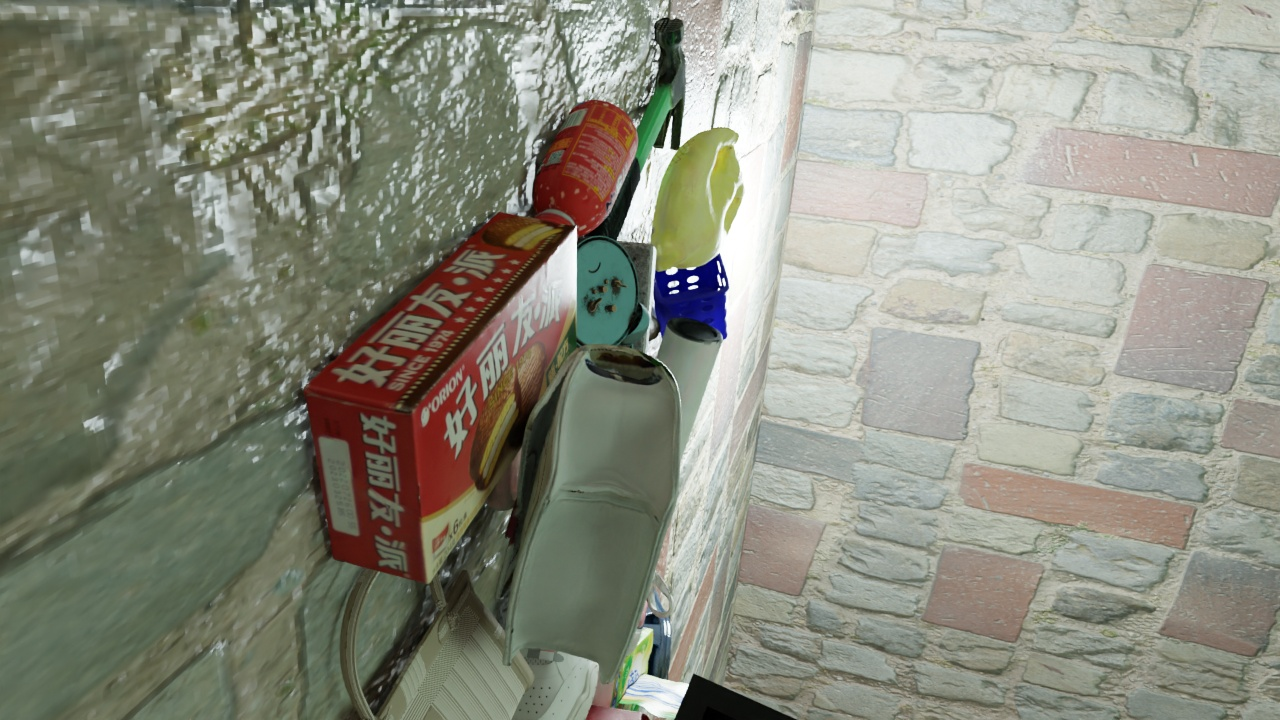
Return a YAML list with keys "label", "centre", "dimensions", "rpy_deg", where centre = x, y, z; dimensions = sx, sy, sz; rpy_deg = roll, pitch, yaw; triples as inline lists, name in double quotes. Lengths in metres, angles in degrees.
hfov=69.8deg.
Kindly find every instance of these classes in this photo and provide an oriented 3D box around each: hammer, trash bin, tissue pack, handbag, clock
- label: "hammer"
  centre: [-0.007, -0.185, 0.880]
  dimensions: [0.130, 0.032, 0.317]
  rpy_deg: [84, 21, -52]
- label: "trash bin"
  centre: [0.084, 0.425, 0.888]
  dimensions: [0.172, 0.140, 0.139]
  rpy_deg: [91, 23, -52]
- label: "tissue pack"
  centre: [-0.017, 0.359, 1.000]
  dimensions: [0.197, 0.141, 0.120]
  rpy_deg: [-8, 107, -77]
- label: "handbag"
  centre: [-0.142, 0.202, 0.574]
  dimensions: [0.175, 0.062, 0.198]
  rpy_deg: [-62, 150, -54]
- label: "clock"
  centre: [-0.038, -0.039, 0.717]
  dimensions: [0.089, 0.053, 0.124]
  rpy_deg: [-43, 124, -37]
- label: "hammer"
  centre: [-0.005, 0.005, 0.912]
  dimensions: [0.300, 0.037, 0.217]
  rpy_deg: [-23, 118, -86]
- label: "handbag"
  centre: [-0.039, 0.102, 0.611]
  dimensions: [0.141, 0.096, 0.199]
  rpy_deg: [-88, -170, -52]

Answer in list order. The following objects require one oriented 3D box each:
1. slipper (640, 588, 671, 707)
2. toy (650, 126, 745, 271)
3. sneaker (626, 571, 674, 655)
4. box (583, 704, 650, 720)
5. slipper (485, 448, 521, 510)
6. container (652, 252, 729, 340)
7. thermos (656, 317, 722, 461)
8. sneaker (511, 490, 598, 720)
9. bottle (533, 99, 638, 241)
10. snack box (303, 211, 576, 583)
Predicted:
- label: "slipper"
  centre: [-0.010, 0.365, 1.207]
  dimensions: [0.263, 0.082, 0.101]
  rpy_deg: [-120, -142, -79]
- label: "toy"
  centre: [0.058, -0.160, 0.961]
  dimensions: [0.154, 0.064, 0.171]
  rpy_deg: [-50, 153, -17]
- label: "sneaker"
  centre: [-0.021, 0.250, 0.998]
  dimensions: [0.088, 0.118, 0.241]
  rpy_deg: [-60, 171, 0]
- label: "box"
  centre: [-0.071, 0.412, 0.846]
  dimensions: [0.127, 0.137, 0.157]
  rpy_deg: [-53, 151, -75]
- label: "slipper"
  centre: [-0.071, 0.058, 0.733]
  dimensions: [0.221, 0.056, 0.107]
  rpy_deg: [-27, 124, -73]
- label: "container"
  centre: [0.057, -0.076, 1.079]
  dimensions: [0.114, 0.085, 0.084]
  rpy_deg: [79, -1, -61]
- label: "thermos"
  centre: [0.030, 0.066, 1.055]
  dimensions: [0.067, 0.068, 0.230]
  rpy_deg: [-50, 159, -65]
- label: "sneaker"
  centre: [-0.075, 0.206, 0.773]
  dimensions: [0.104, 0.090, 0.235]
  rpy_deg: [75, 28, -43]
- label: "bottle"
  centre: [-0.047, -0.130, 0.680]
  dimensions: [0.062, 0.062, 0.137]
  rpy_deg: [84, 22, -51]
- label: "snack box"
  centre: [-0.102, 0.008, 0.545]
  dimensions: [0.235, 0.060, 0.113]
  rpy_deg: [-61, 158, -56]
